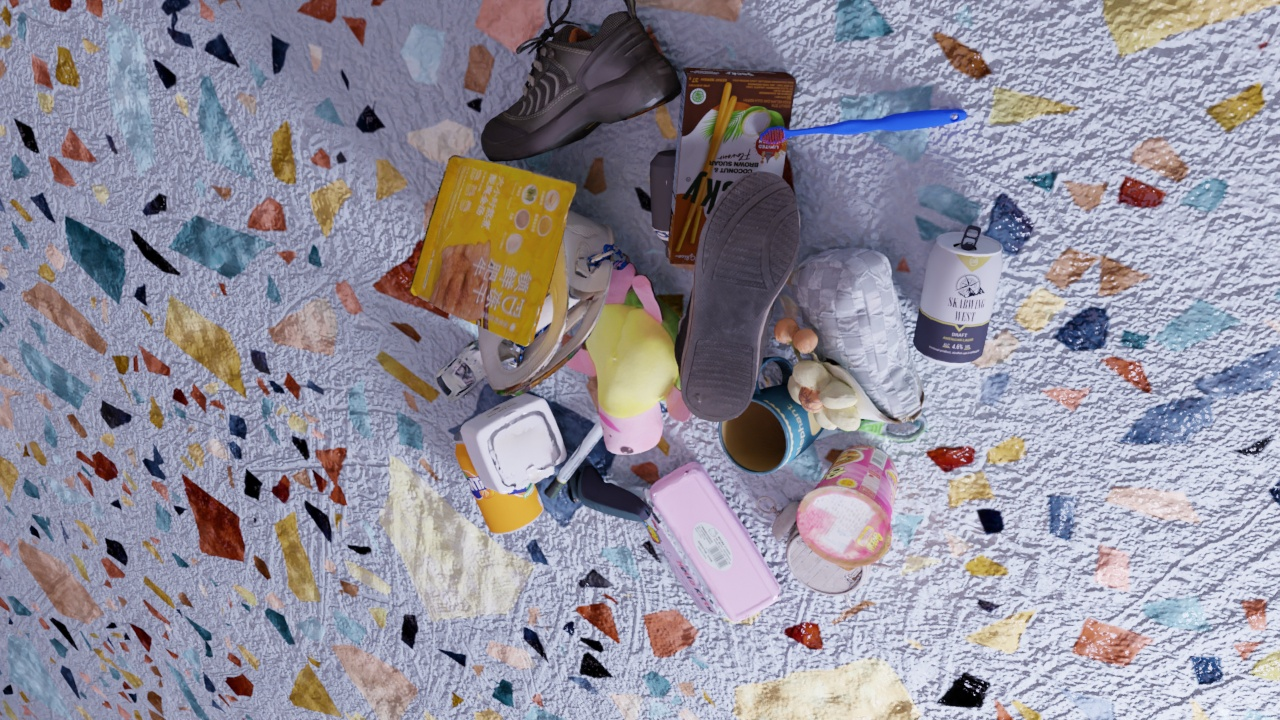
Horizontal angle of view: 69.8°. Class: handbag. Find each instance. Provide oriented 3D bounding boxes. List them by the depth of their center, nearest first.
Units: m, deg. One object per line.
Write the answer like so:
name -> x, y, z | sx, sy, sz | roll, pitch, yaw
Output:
handbag -> 0.192, -0.019, 0.888 | 0.113, 0.123, 0.171 | 14, 125, 61
handbag -> -0.097, -0.053, 0.988 | 0.093, 0.199, 0.201 | 22, 136, -29

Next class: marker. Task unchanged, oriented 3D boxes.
marker -> -0.074, 0.115, 1.139 | 0.017, 0.017, 0.147 | 39, 106, 5

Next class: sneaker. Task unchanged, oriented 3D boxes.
sneaker -> 0.089, -0.065, 0.895 | 0.095, 0.120, 0.235 | 7, 99, -3
sneaker -> -0.086, -0.290, 0.916 | 0.239, 0.100, 0.143 | -14, 105, 32

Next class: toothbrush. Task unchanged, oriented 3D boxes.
toothbrush -> 0.199, -0.211, 0.831 | 0.183, 0.018, 0.016 | -3, 120, 15

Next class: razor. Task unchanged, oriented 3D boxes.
razor -> -0.040, 0.167, 1.134 | 0.143, 0.052, 0.047 | 14, 144, 44

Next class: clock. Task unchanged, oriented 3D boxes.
clock -> 0.197, 0.207, 1.041 | 0.157, 0.061, 0.104 | 35, 126, 6

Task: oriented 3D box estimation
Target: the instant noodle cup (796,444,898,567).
instant noodle cup -> 0.226, 0.146, 0.965 | 0.098, 0.108, 0.098 | 12, 120, 22

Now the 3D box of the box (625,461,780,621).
box -> 0.067, 0.230, 1.119 | 0.150, 0.073, 0.201 | -28, 98, 36

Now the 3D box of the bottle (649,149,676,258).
bottle -> 0.034, -0.160, 0.949 | 0.047, 0.046, 0.112 | 9, 119, 24

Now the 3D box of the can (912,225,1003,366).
can -> 0.294, -0.062, 0.849 | 0.064, 0.064, 0.127 | 14, 120, 22

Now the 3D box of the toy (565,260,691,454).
toy -> -0.006, 0.006, 1.029 | 0.190, 0.087, 0.238 | 20, 123, 32

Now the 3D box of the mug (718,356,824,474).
mug -> 0.143, 0.051, 0.961 | 0.085, 0.104, 0.112 | -4, 100, 41

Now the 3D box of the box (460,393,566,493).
box -> -0.151, 0.106, 1.135 | 0.076, 0.107, 0.102 | 8, 121, 61

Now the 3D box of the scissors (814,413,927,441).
scissors -> 0.223, 0.075, 0.989 | 0.176, 0.032, 0.078 | -24, 104, 39

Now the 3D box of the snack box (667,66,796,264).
snack box -> 0.085, -0.184, 0.891 | 0.101, 0.031, 0.186 | 2, 119, -5

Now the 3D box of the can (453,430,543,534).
can -> -0.187, 0.152, 1.207 | 0.079, 0.078, 0.142 | -10, 109, 32

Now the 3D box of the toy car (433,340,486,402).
toy car -> -0.230, 0.016, 1.190 | 0.106, 0.032, 0.048 | -36, 93, 35

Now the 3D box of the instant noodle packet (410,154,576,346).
instant noodle packet -> -0.140, -0.114, 0.940 | 0.222, 0.084, 0.163 | 25, 97, 53
